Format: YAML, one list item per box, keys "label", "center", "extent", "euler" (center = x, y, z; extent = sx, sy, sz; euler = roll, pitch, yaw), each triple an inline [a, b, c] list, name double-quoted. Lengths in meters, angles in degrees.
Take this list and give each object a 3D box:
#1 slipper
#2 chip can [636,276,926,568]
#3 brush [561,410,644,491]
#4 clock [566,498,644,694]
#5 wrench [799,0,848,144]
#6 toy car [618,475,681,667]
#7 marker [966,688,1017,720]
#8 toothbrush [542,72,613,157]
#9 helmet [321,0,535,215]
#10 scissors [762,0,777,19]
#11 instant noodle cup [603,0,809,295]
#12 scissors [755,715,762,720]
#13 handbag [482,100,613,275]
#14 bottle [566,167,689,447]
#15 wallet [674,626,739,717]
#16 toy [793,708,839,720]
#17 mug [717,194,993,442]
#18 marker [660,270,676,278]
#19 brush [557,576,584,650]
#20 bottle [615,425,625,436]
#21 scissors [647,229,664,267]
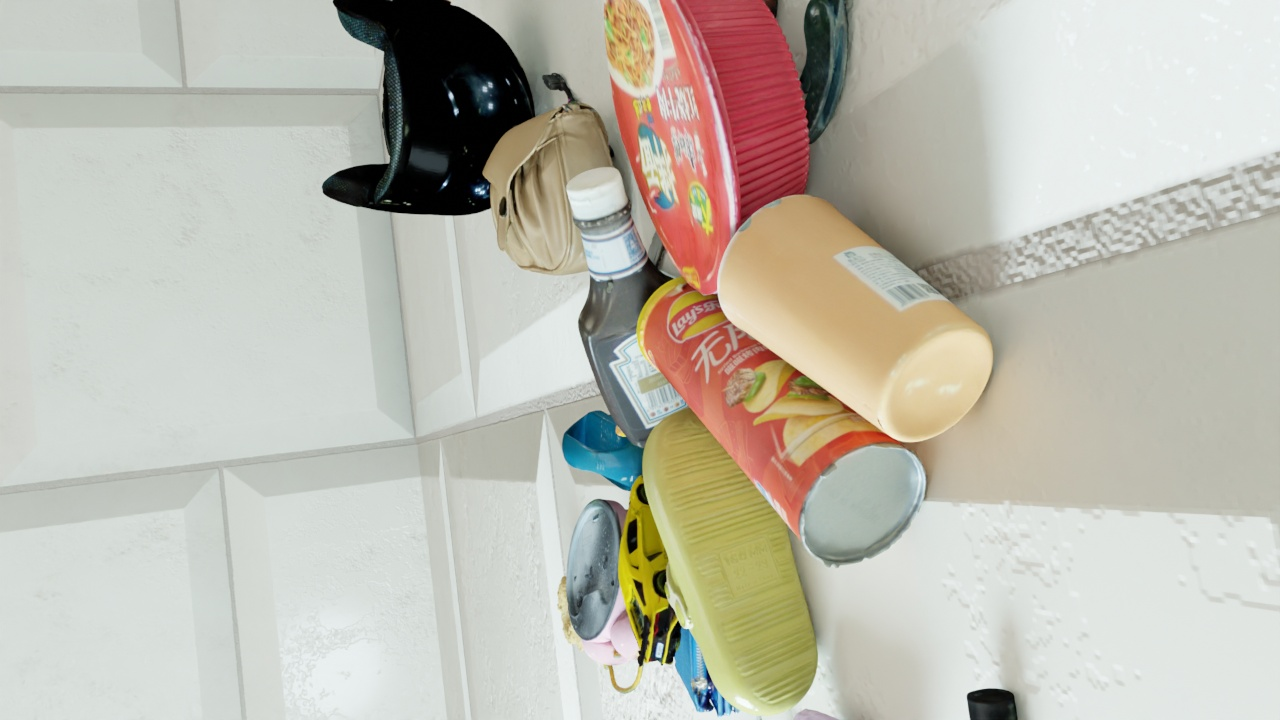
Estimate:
- label: "slipper"
  center: [0.044, 0.126, 0.573]
  extent: [0.082, 0.091, 0.190]
  euler: [-38, 63, 51]
- label: "chip can"
  center: [0.069, 0.023, 0.519]
  extent: [0.216, 0.073, 0.073]
  euler: [-130, 39, -55]
- label: "brush"
  center: [-0.029, 0.076, 0.791]
  extent: [0.144, 0.073, 0.055]
  euler: [-160, 70, -68]
- label: "clock"
  center: [-0.016, 0.196, 0.769]
  extent: [0.117, 0.059, 0.158]
  euler: [140, 136, -55]
- label: "wrench"
  center: [0.099, -0.238, 0.445]
  extent: [0.056, 0.016, 0.274]
  euler: [-126, 35, -53]
- label: "toy car"
  center: [0.006, 0.148, 0.669]
  extent: [0.155, 0.041, 0.071]
  euler: [-101, 14, -51]
- label: "marker"
  center: [0.161, 0.209, 0.393]
  extent: [0.022, 0.020, 0.132]
  euler: [-13, 83, 53]
- label: "toothbrush"
  center: [-0.061, -0.237, 0.877]
  extent: [0.189, 0.017, 0.014]
  euler: [-120, 30, -46]
- label: "helmet"
  center: [-0.234, -0.281, 1.032]
  extent: [0.274, 0.230, 0.234]
  euler: [-108, 31, -56]
- label: "scissors"
  center: [0.038, -0.209, 0.620]
  extent: [0.196, 0.015, 0.216]
  euler: [-134, 41, -59]
- label: "instant noodle cup"
  center: [0.039, -0.138, 0.519]
  extent: [0.194, 0.065, 0.194]
  euler: [161, 91, -81]
- label: "scissors"
  center: [0.092, 0.300, 0.592]
  extent: [0.163, 0.012, 0.172]
  euler: [144, 111, -73]
- label: "handbag"
  center: [-0.086, -0.152, 0.846]
  extent: [0.205, 0.099, 0.148]
  euler: [-165, 66, -66]
- label: "bottle"
  center: [-0.005, -0.034, 0.620]
  extent: [0.044, 0.079, 0.195]
  euler: [49, 161, 57]
- label: "wallet"
  center: [0.044, 0.178, 0.674]
  extent: [0.106, 0.040, 0.133]
  euler: [-166, 72, -77]
- label: "toy"
  center: [0.117, 0.227, 0.491]
  extent: [0.084, 0.038, 0.108]
  euler: [66, 161, -12]
- label: "mug"
  center: [0.099, -0.020, 0.427]
  extent: [0.122, 0.078, 0.078]
  euler: [48, 140, 50]
- label: "marker"
  center: [0.018, -0.057, 0.696]
  extent: [0.131, 0.018, 0.023]
  euler: [36, 152, 57]
- label: "brush"
  center: [-0.034, 0.244, 0.913]
  extent: [0.255, 0.045, 0.083]
  euler: [140, 126, -62]
- label: "bottle"
  center: [-0.004, 0.004, 0.719]
  extent: [0.063, 0.063, 0.108]
  euler: [-159, 66, -68]
- label: "scissors"
  center: [0.007, -0.056, 0.754]
  extent: [0.175, 0.014, 0.136]
  euler: [166, 99, -67]
